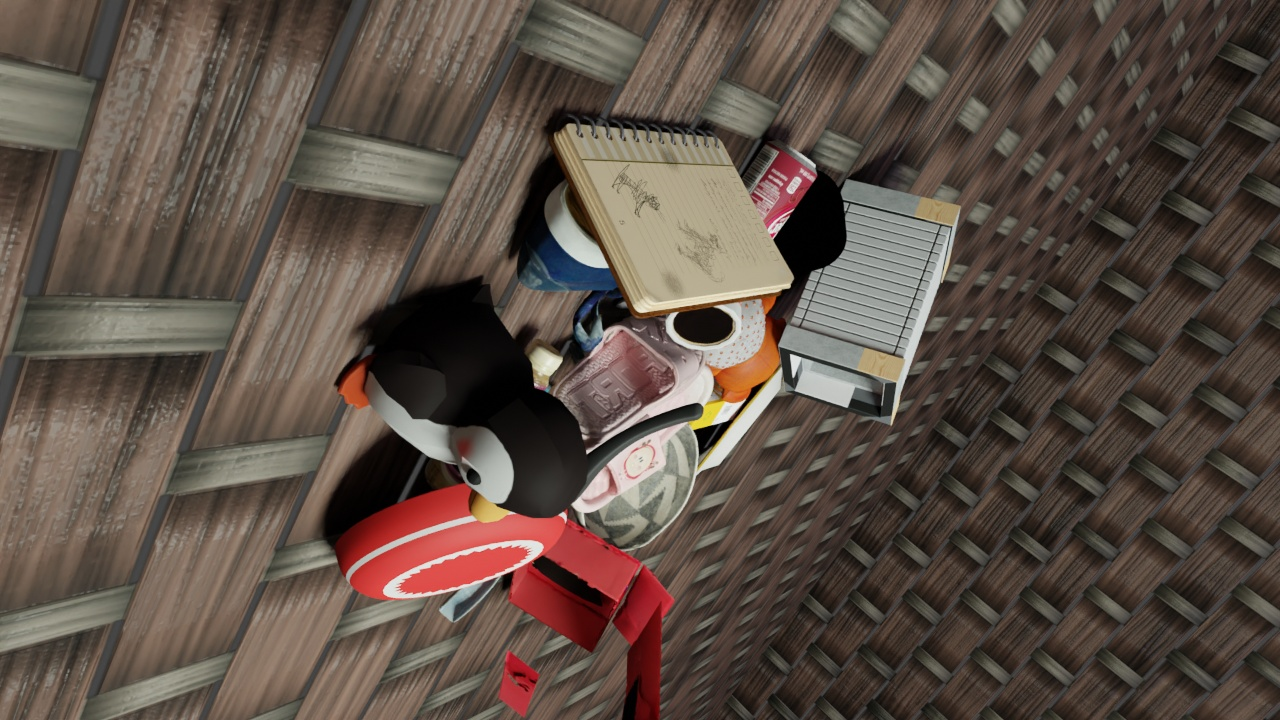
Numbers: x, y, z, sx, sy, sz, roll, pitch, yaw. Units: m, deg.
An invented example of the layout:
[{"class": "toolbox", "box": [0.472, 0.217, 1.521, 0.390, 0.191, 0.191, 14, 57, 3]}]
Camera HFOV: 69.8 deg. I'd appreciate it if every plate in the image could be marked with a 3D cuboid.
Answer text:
[{"class": "plate", "box": [0.149, 0.088, 1.319, 0.229, 0.021, 0.230, -50, 172, -10]}]

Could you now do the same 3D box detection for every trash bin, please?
[{"class": "trash bin", "box": [0.289, -0.074, 1.160, 0.246, 0.142, 0.142, -65, 160, -18]}]

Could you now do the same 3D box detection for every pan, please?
[{"class": "pan", "box": [-0.100, 0.132, 0.824, 0.356, 0.067, 0.209, -23, 158, 9]}]

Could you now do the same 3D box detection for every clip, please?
[{"class": "clip", "box": [-0.155, 0.213, 0.955, 0.174, 0.030, 0.158, -44, -169, 25]}]

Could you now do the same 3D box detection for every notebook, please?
[{"class": "notebook", "box": [0.033, -0.123, 0.754, 0.024, 0.167, 0.224, -33, 168, 36]}]

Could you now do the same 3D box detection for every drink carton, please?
[{"class": "drink carton", "box": [0.082, 0.050, 1.189, 0.122, 0.058, 0.040, -7, 132, -55]}]

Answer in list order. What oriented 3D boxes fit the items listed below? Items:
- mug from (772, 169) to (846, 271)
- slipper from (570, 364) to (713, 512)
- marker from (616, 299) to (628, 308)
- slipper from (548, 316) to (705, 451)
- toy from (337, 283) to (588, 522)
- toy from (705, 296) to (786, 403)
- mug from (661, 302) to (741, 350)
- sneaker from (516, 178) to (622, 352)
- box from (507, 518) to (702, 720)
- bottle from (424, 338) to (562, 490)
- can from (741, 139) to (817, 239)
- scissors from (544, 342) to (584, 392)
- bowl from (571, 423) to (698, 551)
[{"class": "mug", "box": [0.173, -0.148, 1.032, 0.121, 0.085, 0.094, -41, 153, -4]}, {"class": "slipper", "box": [0.004, 0.083, 0.990, 0.221, 0.056, 0.107, -41, 142, -24]}, {"class": "marker", "box": [0.020, -0.068, 0.976, 0.138, 0.016, 0.022, -17, 163, -48]}, {"class": "slipper", "box": [-0.005, 0.005, 0.904, 0.238, 0.094, 0.065, -36, 168, -49]}, {"class": "toy", "box": [-0.111, 0.039, 0.709, 0.140, 0.184, 0.159, -50, 155, 0]}, {"class": "toy", "box": [0.112, -0.029, 1.106, 0.163, 0.093, 0.172, -51, 143, -3]}, {"class": "mug", "box": [0.050, -0.070, 0.925, 0.074, 0.105, 0.089, 104, -8, -52]}, {"class": "sneaker", "box": [0.003, -0.097, 0.830, 0.293, 0.120, 0.128, -14, 161, -48]}, {"class": "box", "box": [-0.025, 0.323, 1.066, 0.121, 0.318, 0.211, -29, 159, -28]}, {"class": "bottle", "box": [-0.131, 0.054, 0.844, 0.166, 0.059, 0.059, -53, 155, 9]}, {"class": "can", "box": [0.128, -0.167, 0.953, 0.114, 0.063, 0.063, -56, 154, 13]}, {"class": "scissors", "box": [-0.063, 0.039, 0.950, 0.148, 0.019, 0.123, 5, 113, -41]}, {"class": "bowl", "box": [-0.020, 0.132, 1.093, 0.178, 0.081, 0.179, -17, 118, -35]}]
